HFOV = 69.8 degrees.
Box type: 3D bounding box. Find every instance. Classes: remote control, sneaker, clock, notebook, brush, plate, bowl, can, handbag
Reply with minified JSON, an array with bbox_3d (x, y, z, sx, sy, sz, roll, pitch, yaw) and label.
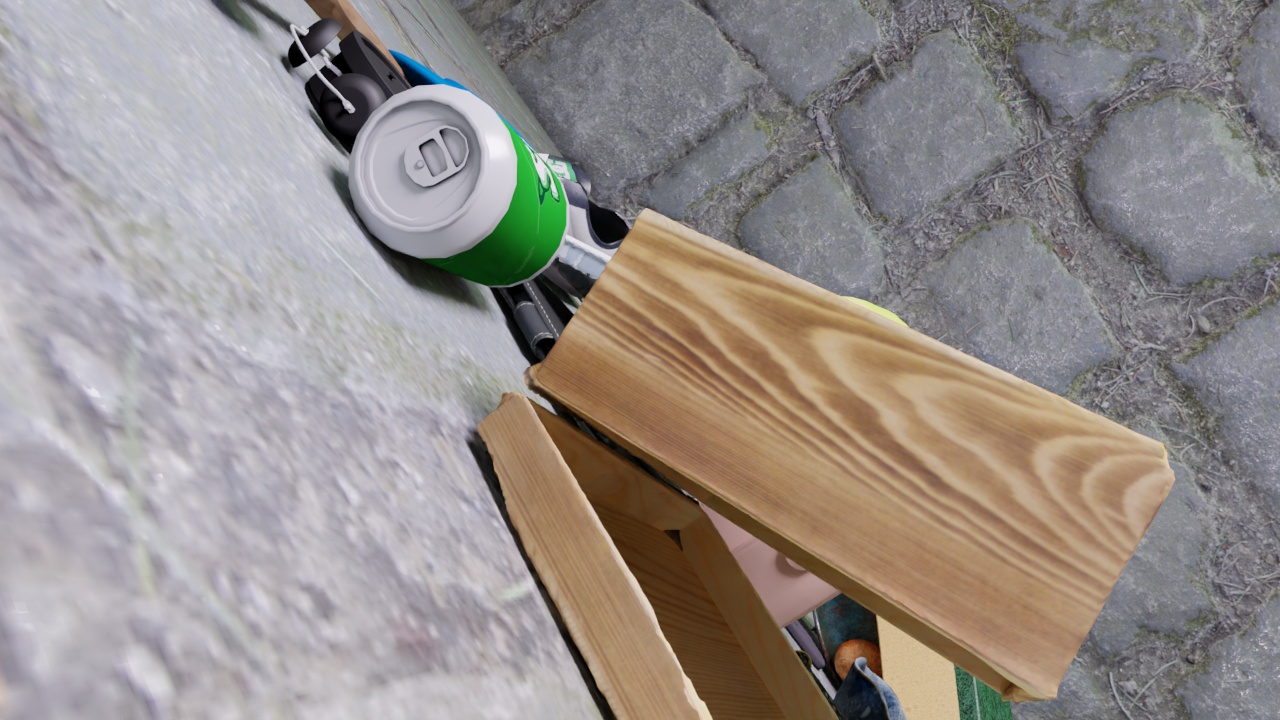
[{"bbox_3d":[0.130,0.228,0.831,0.124,0.009,0.046,53,6,-9],"label":"remote control"},{"bbox_3d":[-0.093,-0.136,0.703,0.235,0.079,0.084,33,29,-42],"label":"sneaker"},{"bbox_3d":[0.210,0.275,0.880,0.121,0.073,0.157,55,25,-33],"label":"clock"},{"bbox_3d":[-0.165,-0.155,0.551,0.091,0.042,0.120,56,6,23],"label":"clock"},{"bbox_3d":[-0.040,0.011,0.663,0.209,0.029,0.169,54,3,36],"label":"notebook"},{"bbox_3d":[0.276,0.281,0.827,0.195,0.075,0.249,45,39,-47],"label":"brush"},{"bbox_3d":[-0.137,-0.204,0.829,0.224,0.024,0.224,40,-3,2],"label":"plate"},{"bbox_3d":[0.172,0.277,0.665,0.110,0.055,0.110,52,6,-8],"label":"bowl"},{"bbox_3d":[-0.096,-0.092,0.515,0.088,0.088,0.140,55,6,8],"label":"can"},{"bbox_3d":[0.149,0.110,0.741,0.116,0.199,0.187,54,14,3],"label":"handbag"}]

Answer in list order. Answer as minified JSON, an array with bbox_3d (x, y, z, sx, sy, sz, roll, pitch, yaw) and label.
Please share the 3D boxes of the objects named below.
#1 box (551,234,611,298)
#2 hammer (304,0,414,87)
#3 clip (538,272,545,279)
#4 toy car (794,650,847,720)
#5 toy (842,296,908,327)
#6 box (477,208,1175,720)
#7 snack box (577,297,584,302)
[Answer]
[{"bbox_3d":[0.011,-0.006,0.707,0.185,0.084,0.210,56,5,28],"label":"box"},{"bbox_3d":[-0.205,-0.234,0.610,0.098,0.052,0.328,25,-2,3],"label":"hammer"},{"bbox_3d":[-0.112,-0.108,0.791,0.121,0.033,0.119,57,10,18],"label":"clip"},{"bbox_3d":[0.120,0.237,0.608,0.107,0.030,0.049,53,5,7],"label":"toy car"},{"bbox_3d":[0.133,0.002,0.520,0.115,0.046,0.092,34,-12,-19],"label":"toy"},{"bbox_3d":[0.064,0.104,0.460,0.259,0.220,0.279,32,-5,27],"label":"box"},{"bbox_3d":[-0.078,-0.104,0.900,0.080,0.025,0.147,50,-3,7],"label":"snack box"}]
